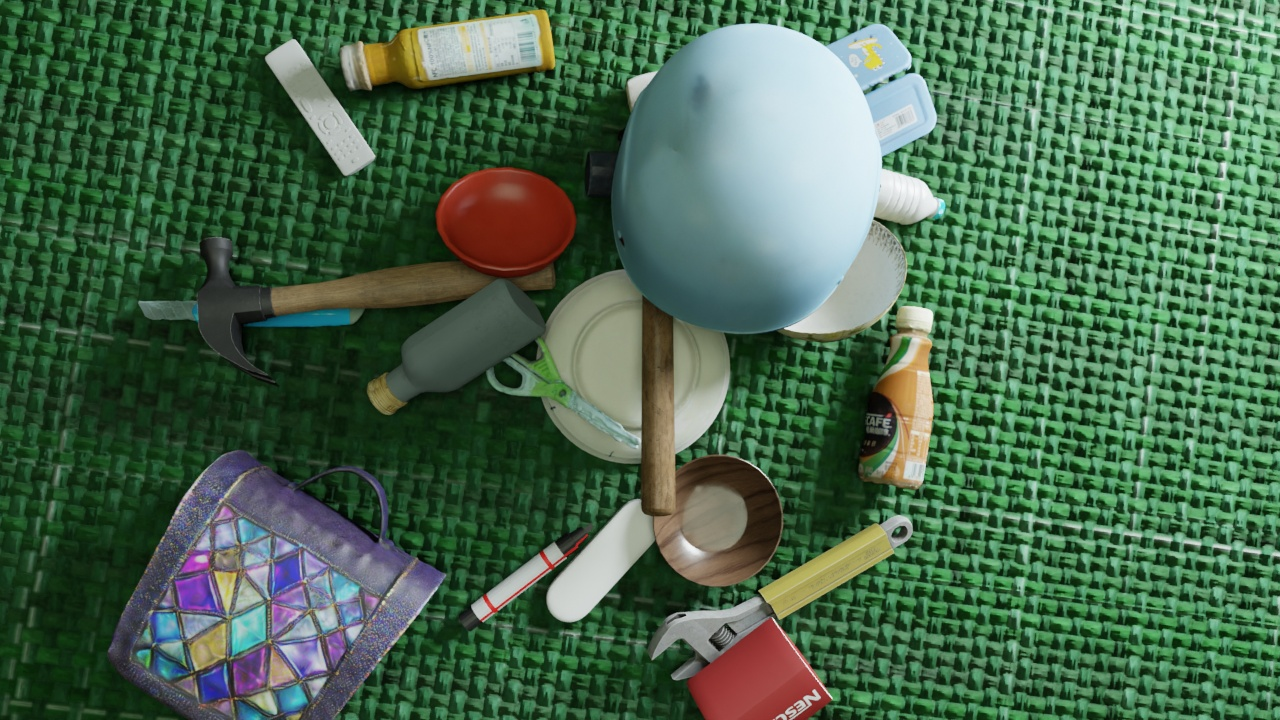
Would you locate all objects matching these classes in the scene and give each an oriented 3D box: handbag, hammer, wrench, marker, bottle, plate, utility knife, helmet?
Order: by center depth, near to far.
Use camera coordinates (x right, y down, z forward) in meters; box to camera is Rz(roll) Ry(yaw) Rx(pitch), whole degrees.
[{"bbox_3d":[0.093,-0.164,0.741,0.225,0.167,0.265,9,70,-4],"label":"helmet"},{"bbox_3d":[-0.290,0.190,0.768,0.205,0.125,0.222,32,85,-3],"label":"handbag"},{"bbox_3d":[-0.167,-0.007,0.807,0.161,0.072,0.046,-32,61,9],"label":"bottle"},{"bbox_3d":[0.016,-0.025,0.810,0.129,0.040,0.321,1,84,-11],"label":"hammer"},{"bbox_3d":[-0.228,-0.059,0.817,0.305,0.040,0.132,-8,76,-9],"label":"hammer"},{"bbox_3d":[-0.347,-0.046,0.824,0.198,0.015,0.031,1,83,-9],"label":"utility knife"},{"bbox_3d":[-0.173,-0.276,0.828,0.186,0.053,0.053,-10,89,-5],"label":"bottle"},{"bbox_3d":[-0.101,0.194,0.836,0.145,0.019,0.019,-37,92,-5],"label":"marker"},{"bbox_3d":[-0.005,0.005,0.844,0.182,0.034,0.182,0,88,-5],"label":"plate"},{"bbox_3d":[0.133,0.214,0.846,0.273,0.018,0.084,-29,119,-7],"label":"wrench"},{"bbox_3d":[0.243,0.034,0.851,0.059,0.059,0.167,10,87,-5],"label":"bottle"},{"bbox_3d":[0.222,-0.156,0.855,0.136,0.044,0.044,10,87,-19],"label":"bottle"}]

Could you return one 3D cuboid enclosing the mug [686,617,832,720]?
[{"bbox_3d":[0.113,0.303,0.824,0.096,0.080,0.116,-37,127,-1],"label":"mug"}]

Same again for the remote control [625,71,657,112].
[{"bbox_3d":[0.028,-0.202,0.857,0.060,0.025,0.138,-13,89,-5],"label":"remote control"}]

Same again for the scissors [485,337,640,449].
[{"bbox_3d":[-0.068,0.030,0.811,0.174,0.033,0.065,34,88,19],"label":"scissors"}]

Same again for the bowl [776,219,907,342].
[{"bbox_3d":[0.167,-0.063,0.831,0.145,0.063,0.145,-9,53,12],"label":"bowl"}]

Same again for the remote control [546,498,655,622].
[{"bbox_3d":[-0.033,0.184,0.846,0.043,0.013,0.136,44,85,-2],"label":"remote control"}]

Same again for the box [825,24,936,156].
[{"bbox_3d":[0.170,-0.230,0.865,0.209,0.039,0.126,-27,92,-7],"label":"box"}]

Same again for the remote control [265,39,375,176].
[{"bbox_3d":[-0.291,-0.229,0.836,0.033,0.012,0.131,-34,91,-3],"label":"remote control"}]

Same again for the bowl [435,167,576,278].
[{"bbox_3d":[-0.119,-0.117,0.819,0.122,0.035,0.121,4,56,-6],"label":"bowl"}]

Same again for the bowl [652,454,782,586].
[{"bbox_3d":[0.069,0.146,0.846,0.119,0.032,0.119,0,88,-5],"label":"bowl"}]
